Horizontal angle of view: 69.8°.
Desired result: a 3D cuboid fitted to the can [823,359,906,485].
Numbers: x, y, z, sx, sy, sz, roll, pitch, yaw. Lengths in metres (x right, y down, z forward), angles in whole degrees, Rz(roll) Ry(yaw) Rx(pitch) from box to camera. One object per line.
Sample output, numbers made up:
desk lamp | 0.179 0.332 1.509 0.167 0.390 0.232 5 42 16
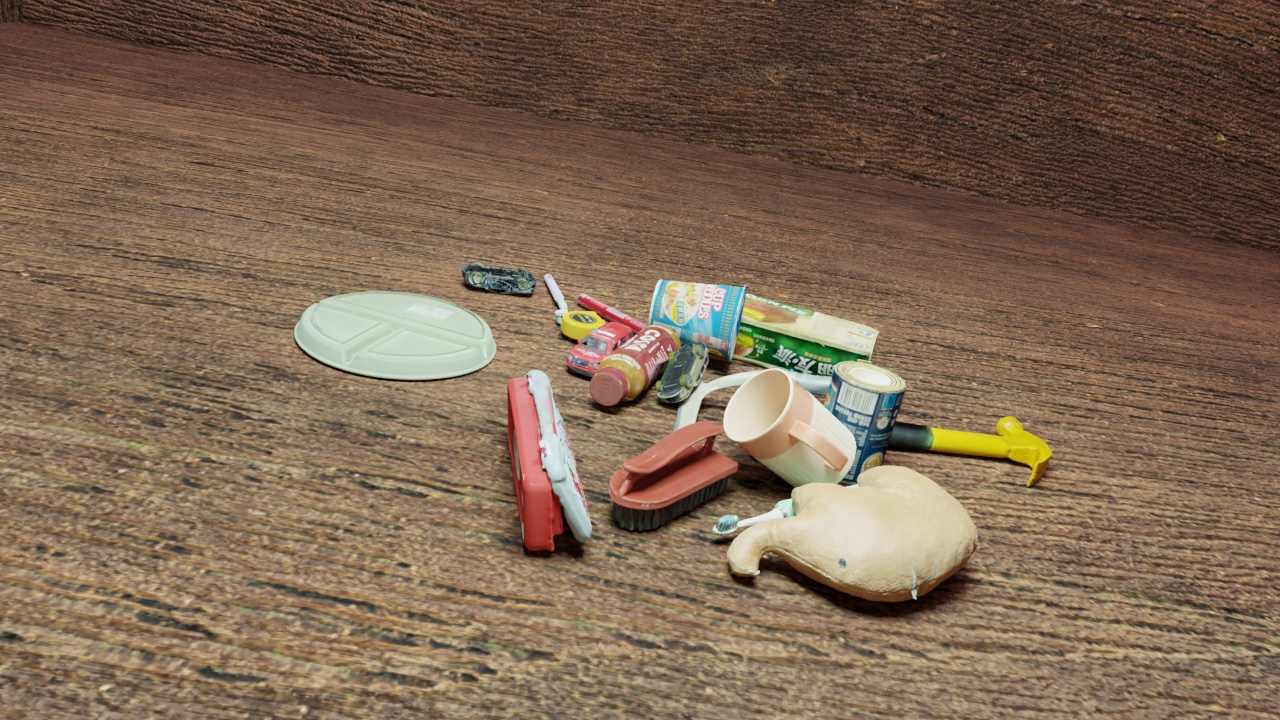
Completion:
can | 0.225 0.063 0.953 0.075 0.111 0.075 9 22 -4

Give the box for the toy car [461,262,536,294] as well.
toy car | -0.200 -0.113 1.293 0.105 0.031 0.049 8 21 -10

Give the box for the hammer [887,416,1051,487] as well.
hammer | 0.326 0.089 1.045 0.300 0.033 0.128 7 21 -9

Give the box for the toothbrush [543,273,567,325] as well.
toothbrush | -0.119 -0.089 1.291 0.029 0.021 0.189 44 7 -25

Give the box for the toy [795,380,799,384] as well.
toy | 0.136 0.062 0.943 0.096 0.092 0.030 2 23 -13

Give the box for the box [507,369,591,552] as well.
box | -0.077 0.078 0.801 0.068 0.091 0.201 -3 24 -11

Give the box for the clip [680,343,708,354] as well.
clip | 0.053 -0.029 1.206 0.064 0.034 0.098 3 28 -20

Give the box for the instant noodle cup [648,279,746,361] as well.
instant noodle cup | 0.069 -0.056 1.150 0.110 0.099 0.099 12 22 8

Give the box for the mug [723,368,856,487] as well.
mug | 0.152 0.073 0.872 0.106 0.081 0.114 39 -6 -27

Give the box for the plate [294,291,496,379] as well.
plate | -0.282 -0.035 1.072 0.230 0.027 0.229 10 22 -4

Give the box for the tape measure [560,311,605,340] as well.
tape measure | -0.074 -0.041 1.180 0.057 0.029 0.060 1 24 -26

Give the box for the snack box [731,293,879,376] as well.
snack box | 0.193 -0.033 1.238 0.240 0.063 0.114 16 22 13

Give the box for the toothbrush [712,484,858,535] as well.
toothbrush | 0.155 0.138 0.851 0.224 0.027 0.026 -5 38 -34

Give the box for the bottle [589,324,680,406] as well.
bottle | -0.006 0.006 1.056 0.057 0.057 0.174 17 23 16

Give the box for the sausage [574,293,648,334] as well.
sausage | -0.036 -0.062 1.260 0.156 0.020 0.020 29 28 37

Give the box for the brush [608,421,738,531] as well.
brush | 0.026 0.100 0.826 0.063 0.069 0.145 24 26 32

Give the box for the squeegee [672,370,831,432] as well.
squeegee | 0.164 0.030 1.029 0.247 0.039 0.246 0 20 7

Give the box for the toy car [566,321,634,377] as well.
toy car | -0.046 -0.014 1.108 0.053 0.045 0.120 16 25 17

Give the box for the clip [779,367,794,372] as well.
clip | 0.189 0.024 1.163 0.041 0.014 0.056 7 22 -10

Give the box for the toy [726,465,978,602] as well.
toy | 0.185 0.151 0.777 0.225 0.083 0.143 -8 24 -32

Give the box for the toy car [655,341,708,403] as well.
toy car | 0.050 0.016 1.051 0.042 0.035 0.090 -17 30 37
